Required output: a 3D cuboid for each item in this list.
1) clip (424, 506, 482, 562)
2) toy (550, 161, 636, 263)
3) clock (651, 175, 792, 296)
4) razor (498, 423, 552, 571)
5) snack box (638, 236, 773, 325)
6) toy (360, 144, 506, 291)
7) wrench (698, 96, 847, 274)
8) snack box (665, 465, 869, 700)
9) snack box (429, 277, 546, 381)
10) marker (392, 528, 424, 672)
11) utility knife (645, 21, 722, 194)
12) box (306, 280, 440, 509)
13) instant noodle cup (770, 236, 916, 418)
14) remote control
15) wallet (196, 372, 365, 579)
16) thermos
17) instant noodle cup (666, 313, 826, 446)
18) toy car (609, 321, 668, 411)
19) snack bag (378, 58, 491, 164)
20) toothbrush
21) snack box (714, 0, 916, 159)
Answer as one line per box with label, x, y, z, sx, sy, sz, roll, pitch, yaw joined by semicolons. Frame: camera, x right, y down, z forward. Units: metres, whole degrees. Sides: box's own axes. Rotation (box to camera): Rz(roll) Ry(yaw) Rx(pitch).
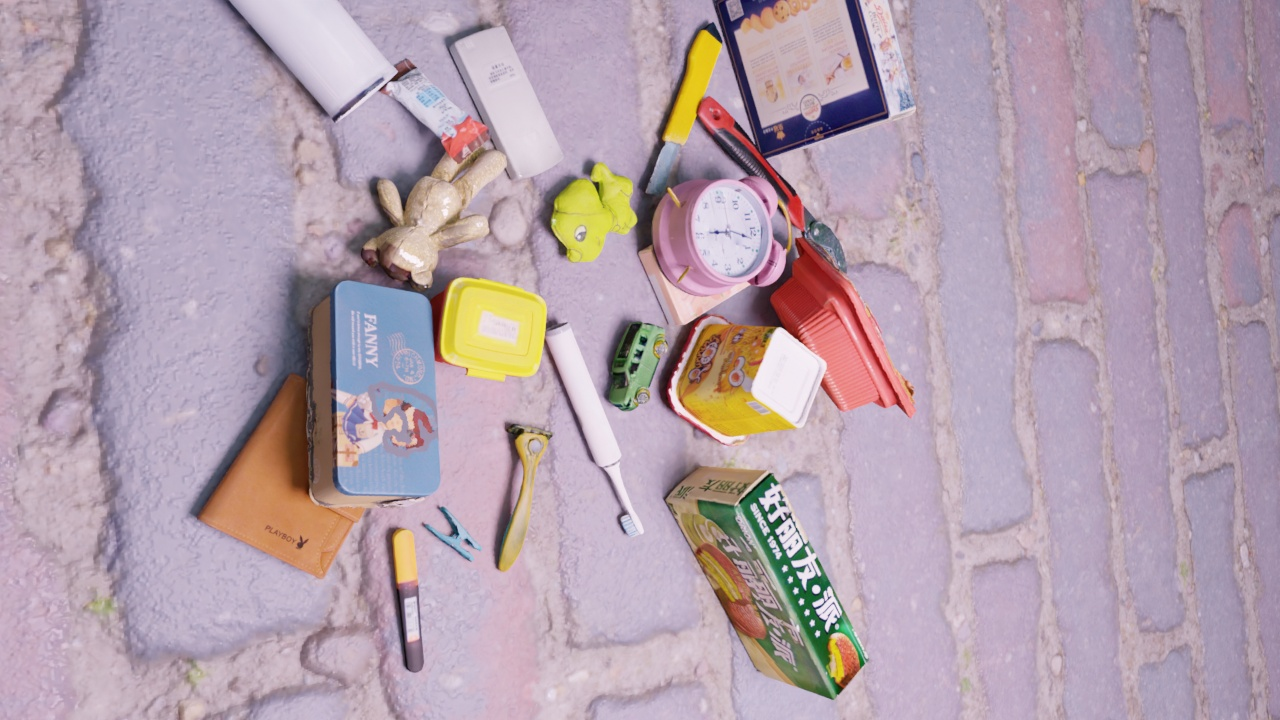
clip;-0.162;0.154;0.801;0.056;0.014;0.041;50;64;-19
toy;-0.047;-0.142;0.878;0.100;0.031;0.096;-7;92;-37
clock;0.090;-0.127;0.916;0.158;0.060;0.117;-10;93;-34
razor;-0.109;0.126;0.830;0.043;0.028;0.132;16;81;-35
snack box;0.077;-0.107;0.959;0.157;0.026;0.084;-32;105;-30
toy;-0.171;-0.130;0.785;0.105;0.066;0.157;28;66;5
wrench;0.151;-0.183;1.012;0.273;0.016;0.056;46;61;-26
snack box;0.128;0.220;0.925;0.063;0.115;0.240;-36;108;-30
snack box;-0.137;-0.024;0.784;0.091;0.080;0.082;12;80;-32
marker;-0.196;0.203;0.776;0.018;0.015;0.124;-7;94;-32
utility knife;0.044;-0.260;0.950;0.033;0.015;0.216;30;70;-29
box;-0.211;0.023;0.721;0.089;0.061;0.184;6;71;-42
instant noodle cup;0.207;-0.024;0.970;0.079;0.164;0.189;-32;116;6
remote control;-0.121;-0.234;0.840;0.056;0.019;0.135;-33;105;-30
wallet;-0.265;0.092;0.727;0.108;0.031;0.131;36;70;-25
thermos;-0.288;-0.296;0.708;0.224;0.073;0.073;50;63;-20
instant noodle cup;0.108;0.019;0.916;0.116;0.124;0.116;34;70;-27
toy car;-0.005;0.005;0.891;0.036;0.043;0.091;26;73;-32
snack bag;-0.178;-0.215;0.785;0.104;0.026;0.048;40;62;8
toothbrush;-0.040;0.069;0.876;0.026;0.026;0.221;-20;101;7
snack box;0.173;-0.315;0.940;0.045;0.178;0.182;-26;103;-35
